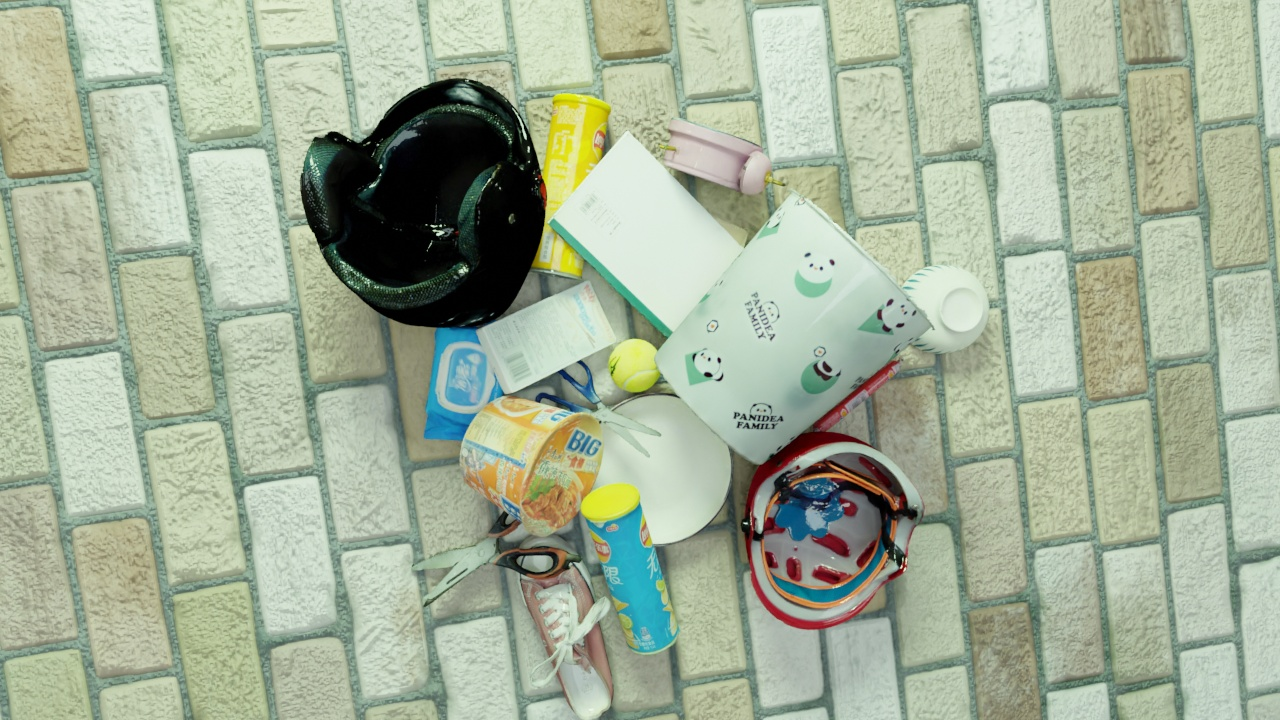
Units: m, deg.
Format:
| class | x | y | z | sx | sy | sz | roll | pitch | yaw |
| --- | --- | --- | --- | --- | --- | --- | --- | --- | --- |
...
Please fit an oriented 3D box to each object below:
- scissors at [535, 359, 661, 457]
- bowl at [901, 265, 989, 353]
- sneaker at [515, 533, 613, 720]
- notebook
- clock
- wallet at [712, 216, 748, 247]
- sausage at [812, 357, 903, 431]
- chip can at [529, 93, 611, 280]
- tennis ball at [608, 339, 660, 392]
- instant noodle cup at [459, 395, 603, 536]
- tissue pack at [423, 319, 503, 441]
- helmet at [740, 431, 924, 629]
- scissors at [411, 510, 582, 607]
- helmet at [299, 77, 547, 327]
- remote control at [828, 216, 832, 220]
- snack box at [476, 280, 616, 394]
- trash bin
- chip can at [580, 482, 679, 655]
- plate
| class | x | y | z | sx | sy | sz | roll | pitch | yaw |
| --- | --- | --- | --- | --- | --- | --- | --- | --- | --- |
| scissors | -0.049 | 0.053 | 1.118 | 0.170 | 0.012 | 0.144 | -4 | 78 | 16 |
| bowl | 0.395 | -0.066 | 1.176 | 0.116 | 0.066 | 0.116 | 0 | 93 | -8 |
| sneaker | -0.088 | 0.329 | 1.122 | 0.118 | 0.088 | 0.241 | -18 | 90 | -6 |
| notebook | 0.010 | -0.148 | 1.102 | 0.209 | 0.012 | 0.150 | 43 | 82 | -19 |
| clock | 0.101 | -0.240 | 1.106 | 0.158 | 0.117 | 0.060 | 17 | 101 | -6 |
| wallet | 0.083 | -0.122 | 1.156 | 0.087 | 0.024 | 0.115 | 19 | 89 | -3 |
| sausage | 0.278 | 0.046 | 1.174 | 0.155 | 0.020 | 0.020 | -38 | 97 | -8 |
| chip can | -0.087 | -0.206 | 1.103 | 0.072 | 0.072 | 0.213 | 9 | 91 | -8 |
| tennis ball | -0.007 | 0.007 | 1.129 | 0.065 | 0.065 | 0.065 | 0 | 93 | -7 |
| instant noodle cup | -0.131 | 0.114 | 1.072 | 0.111 | 0.151 | 0.151 | 21 | 90 | 29 |
| tissue pack | -0.209 | 0.024 | 1.110 | 0.095 | 0.052 | 0.157 | 9 | 92 | -8 |
| helmet | 0.220 | 0.194 | 1.134 | 0.207 | 0.143 | 0.240 | 15 | 107 | -10 |
| scissors | -0.170 | 0.228 | 1.121 | 0.224 | 0.015 | 0.188 | 11 | 67 | 20 |
| helmet | -0.220 | -0.164 | 1.014 | 0.234 | 0.230 | 0.274 | 13 | 69 | 14 |
| remote control | 0.199 | -0.127 | 1.171 | 0.056 | 0.020 | 0.136 | 21 | 90 | -9 |
| snack box | -0.111 | -0.029 | 1.104 | 0.156 | 0.027 | 0.084 | -27 | 97 | -30 |
| trash bin | 0.166 | -0.030 | 1.063 | 0.229 | 0.229 | 0.252 | 44 | 100 | -8 |
| chip can | -0.010 | 0.254 | 1.108 | 0.071 | 0.071 | 0.210 | -18 | 114 | -6 |
| plate | 0.019 | 0.135 | 1.153 | 0.192 | 0.039 | 0.192 | 0 | 93 | -7 |
